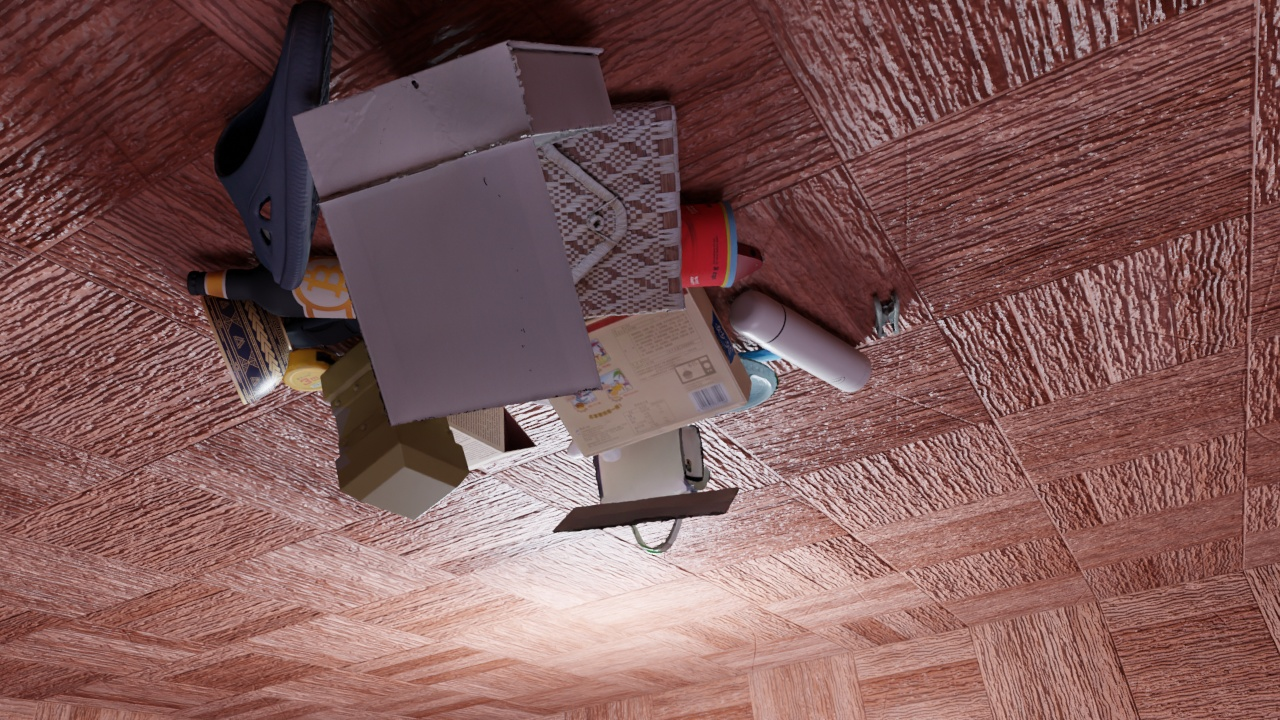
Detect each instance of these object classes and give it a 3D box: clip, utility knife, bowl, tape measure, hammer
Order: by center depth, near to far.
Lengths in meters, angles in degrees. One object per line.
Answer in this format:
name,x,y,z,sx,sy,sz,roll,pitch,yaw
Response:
bowl,-0.385,-0.019,0.913,0.061,0.112,0.113,-22,155,-21
tape measure,0.091,-0.097,0.940,0.059,0.019,0.052,11,145,-26
hammer,-0.171,-0.003,0.946,0.325,0.190,0.100,-37,141,15
tape measure,-0.372,0.010,1.029,0.068,0.030,0.059,-20,147,19
clip,0.282,-0.052,1.050,0.043,0.023,0.076,-13,151,9
utility knife,0.082,0.002,1.112,0.207,0.015,0.031,-9,147,5

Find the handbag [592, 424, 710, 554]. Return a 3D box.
handbag,0.020,0.179,1.243,0.152,0.175,0.074,-26,146,29

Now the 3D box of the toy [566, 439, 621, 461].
toy,-0.060,0.080,1.192,0.076,0.037,0.126,-1,128,-3

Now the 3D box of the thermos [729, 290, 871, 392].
thermos,0.185,-0.021,1.055,0.052,0.052,0.224,-29,142,34

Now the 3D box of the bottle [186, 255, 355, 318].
bottle,-0.331,-0.071,0.871,0.181,0.059,0.059,1,149,-11

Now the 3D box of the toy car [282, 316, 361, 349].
toy car,-0.324,-0.036,0.955,0.112,0.034,0.046,-14,149,14

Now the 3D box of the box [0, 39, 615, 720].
box,-0.142,-0.026,0.515,0.167,0.527,0.234,-11,147,22

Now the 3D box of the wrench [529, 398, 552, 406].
wrench,-0.105,0.044,1.122,0.273,0.018,0.066,13,117,-21

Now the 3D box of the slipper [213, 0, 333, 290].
slipper,-0.282,-0.154,0.696,0.083,0.110,0.269,9,143,-18

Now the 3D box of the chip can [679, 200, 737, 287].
chip can,-0.024,-0.103,0.847,0.213,0.087,0.087,-3,150,-6

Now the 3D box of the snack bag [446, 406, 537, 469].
snack bag,-0.230,0.089,1.149,0.095,0.069,0.206,-21,146,24

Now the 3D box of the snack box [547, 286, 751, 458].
snack box,-0.006,0.006,0.992,0.208,0.055,0.153,-20,112,23

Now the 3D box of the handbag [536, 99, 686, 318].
handbag,-0.028,-0.120,0.767,0.124,0.047,0.186,-6,114,-5

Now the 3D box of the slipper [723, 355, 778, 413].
slipper,0.028,0.034,1.086,0.276,0.069,0.116,9,148,-13
